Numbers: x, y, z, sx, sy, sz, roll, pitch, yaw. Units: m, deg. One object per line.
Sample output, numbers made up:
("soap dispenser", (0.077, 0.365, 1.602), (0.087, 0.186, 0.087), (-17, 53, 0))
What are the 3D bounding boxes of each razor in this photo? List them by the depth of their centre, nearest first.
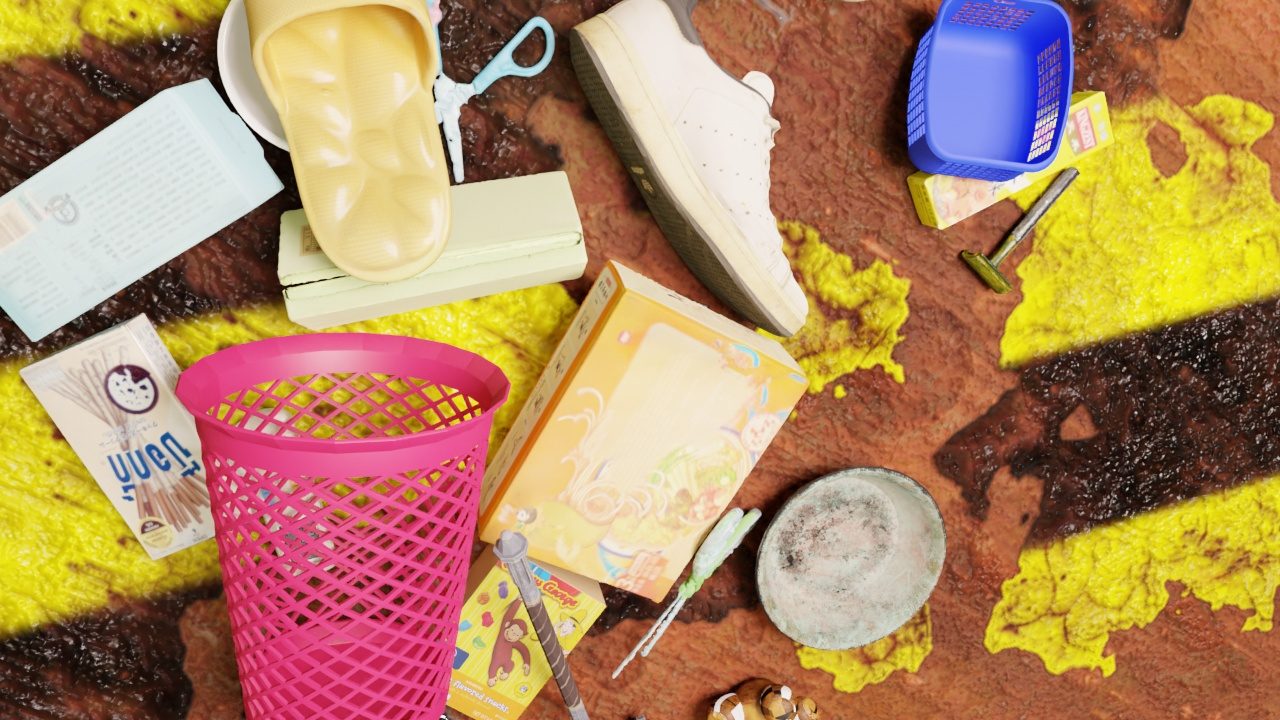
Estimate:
("razor", (0.291, -0.103, 0.688), (0.042, 0.026, 0.106), (40, 91, -17))

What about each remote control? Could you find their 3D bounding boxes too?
("remote control", (-0.244, 0.093, 0.633), (0.038, 0.018, 0.126), (-14, 109, -8))

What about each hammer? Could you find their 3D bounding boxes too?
("hammer", (-0.053, 0.225, 0.644), (0.098, 0.044, 0.322), (-18, 129, -7))

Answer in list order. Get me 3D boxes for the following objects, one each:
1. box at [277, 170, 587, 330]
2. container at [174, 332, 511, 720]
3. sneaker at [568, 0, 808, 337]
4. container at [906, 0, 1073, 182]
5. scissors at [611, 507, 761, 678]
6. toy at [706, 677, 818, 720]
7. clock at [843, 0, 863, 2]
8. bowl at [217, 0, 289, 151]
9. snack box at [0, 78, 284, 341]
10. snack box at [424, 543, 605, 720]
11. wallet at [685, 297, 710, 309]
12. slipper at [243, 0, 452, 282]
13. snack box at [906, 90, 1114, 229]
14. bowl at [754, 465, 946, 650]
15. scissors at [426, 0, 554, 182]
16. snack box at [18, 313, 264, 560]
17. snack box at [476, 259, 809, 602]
("box", (-0.129, -0.064, 0.583), (0.188, 0.077, 0.089), (-10, 107, -9))
("container", (-0.180, 0.117, 0.569), (0.183, 0.183, 0.226), (2, 108, -13))
("sneaker", (0.055, -0.131, 0.601), (0.102, 0.089, 0.241), (-37, 106, -8))
("container", (0.229, -0.178, 0.615), (0.096, 0.058, 0.114), (7, 87, -2))
("scissors", (0.035, 0.161, 0.664), (0.023, 0.169, 0.171), (39, 61, 11))
("toy", (0.109, 0.311, 0.750), (0.087, 0.067, 0.112), (-20, 98, 20))
("clock", (0.140, -0.297, 0.583), (0.090, 0.052, 0.129), (-2, 111, -12))
("bowl", (-0.190, -0.178, 0.551), (0.110, 0.040, 0.110), (-3, 104, -11))
("snack box", (-0.302, -0.085, 0.530), (0.175, 0.053, 0.075), (-27, 110, 13))
("snack box", (-0.101, 0.200, 0.683), (0.088, 0.040, 0.126), (35, 96, -19))
("wallet", (-0.004, 0.004, 0.661), (0.091, 0.018, 0.116), (17, 106, -17))
("slipper", (-0.161, -0.171, 0.493), (0.099, 0.078, 0.263), (-11, 101, -6))
("snack box", (0.268, -0.146, 0.665), (0.148, 0.029, 0.040), (-27, 110, -3))
("bowl", (0.160, 0.150, 0.725), (0.157, 0.038, 0.157), (-3, 107, -11))
("scissors", (-0.107, -0.184, 0.585), (0.125, 0.015, 0.136), (-8, 114, -8))
("snack box", (-0.317, 0.052, 0.592), (0.082, 0.026, 0.150), (-21, 110, 8))
("snack box", (-0.004, 0.049, 0.625), (0.145, 0.080, 0.195), (25, 108, -22))
